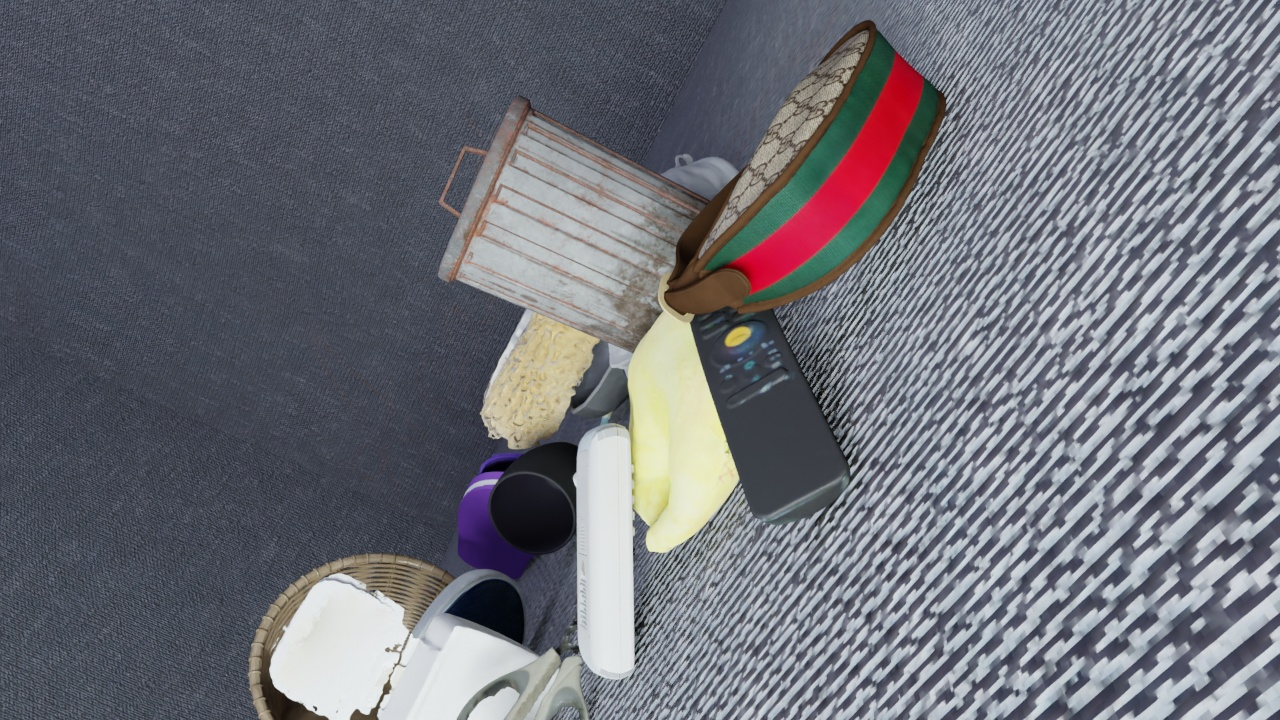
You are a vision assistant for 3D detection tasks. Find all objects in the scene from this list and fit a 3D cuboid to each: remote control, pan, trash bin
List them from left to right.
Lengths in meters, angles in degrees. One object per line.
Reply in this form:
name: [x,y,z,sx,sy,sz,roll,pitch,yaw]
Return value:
trash bin: [-0.030,-0.080,0.623,0.131,0.211,0.130,-61,13,23]
remote control: [-0.020,0.105,0.515,0.060,0.025,0.138,144,126,-75]
pan: [-0.005,0.005,0.859,0.179,0.041,0.357,-62,14,11]
remote control: [0.052,0.012,0.396,0.041,0.020,0.151,-31,34,12]

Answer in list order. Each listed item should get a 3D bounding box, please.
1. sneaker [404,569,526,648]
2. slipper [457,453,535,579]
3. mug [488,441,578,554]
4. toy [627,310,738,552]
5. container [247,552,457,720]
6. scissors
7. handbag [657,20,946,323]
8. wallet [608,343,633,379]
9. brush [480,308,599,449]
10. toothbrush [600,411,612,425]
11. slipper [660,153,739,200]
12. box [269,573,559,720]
sneaker: [-0.152,0.307,0.724,0.127,0.120,0.293,-14,50,50]
slipper: [-0.141,0.161,1.028,0.267,0.107,0.083,120,172,-56]
mug: [-0.070,0.111,0.845,0.119,0.085,0.100,-28,10,22]
toy: [0.026,0.022,0.513,0.170,0.064,0.155,-131,58,-76]
container: [-0.272,0.342,0.918,0.226,0.227,0.197,-74,5,-49]
scissors: [-0.055,0.175,0.553,0.169,0.132,0.013,-96,-5,-51]
handbag: [0.070,-0.083,0.447,0.139,0.063,0.166,-30,25,55]
wallet: [0.011,-0.037,0.766,0.086,0.032,0.116,-29,37,20]
brush: [-0.077,-0.029,0.917,0.272,0.083,0.056,-59,14,20]
toothbrush: [-0.028,0.027,1.007,0.022,0.016,0.154,-15,42,36]
slipper: [0.047,-0.140,0.851,0.247,0.074,0.112,-164,68,-84]
box: [-0.149,0.216,0.605,0.110,0.190,0.083,-63,7,-16]
